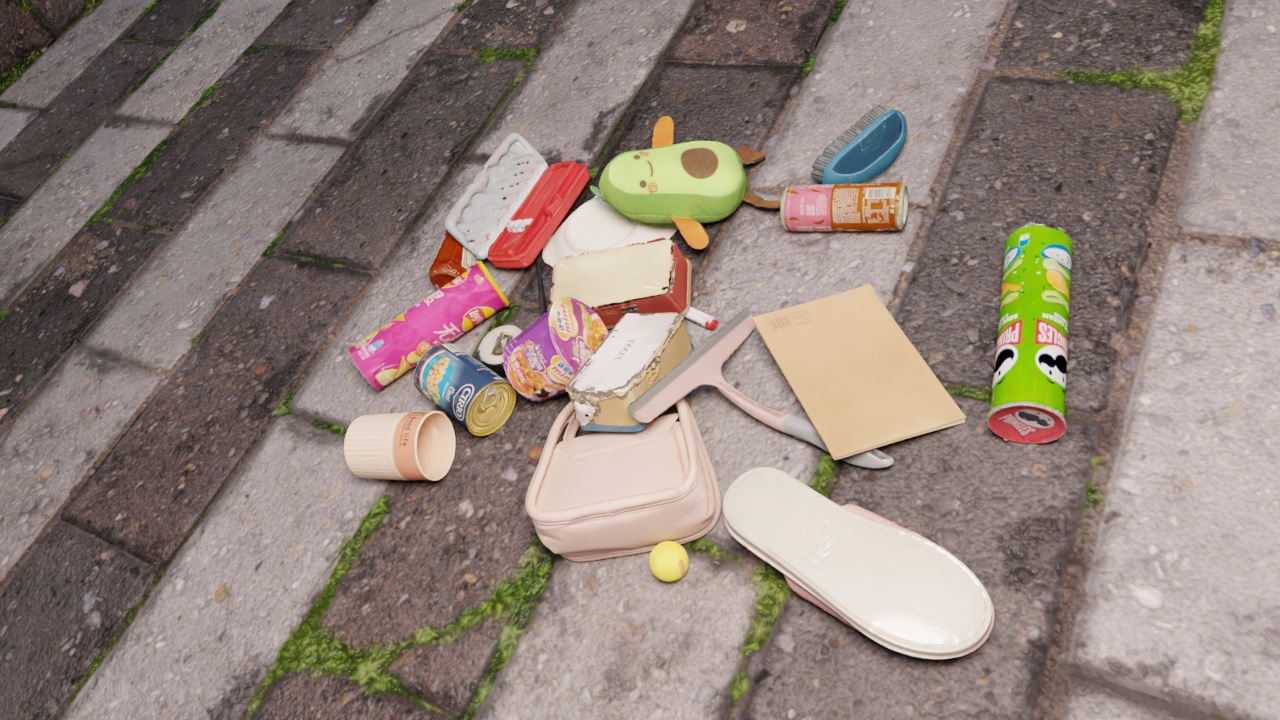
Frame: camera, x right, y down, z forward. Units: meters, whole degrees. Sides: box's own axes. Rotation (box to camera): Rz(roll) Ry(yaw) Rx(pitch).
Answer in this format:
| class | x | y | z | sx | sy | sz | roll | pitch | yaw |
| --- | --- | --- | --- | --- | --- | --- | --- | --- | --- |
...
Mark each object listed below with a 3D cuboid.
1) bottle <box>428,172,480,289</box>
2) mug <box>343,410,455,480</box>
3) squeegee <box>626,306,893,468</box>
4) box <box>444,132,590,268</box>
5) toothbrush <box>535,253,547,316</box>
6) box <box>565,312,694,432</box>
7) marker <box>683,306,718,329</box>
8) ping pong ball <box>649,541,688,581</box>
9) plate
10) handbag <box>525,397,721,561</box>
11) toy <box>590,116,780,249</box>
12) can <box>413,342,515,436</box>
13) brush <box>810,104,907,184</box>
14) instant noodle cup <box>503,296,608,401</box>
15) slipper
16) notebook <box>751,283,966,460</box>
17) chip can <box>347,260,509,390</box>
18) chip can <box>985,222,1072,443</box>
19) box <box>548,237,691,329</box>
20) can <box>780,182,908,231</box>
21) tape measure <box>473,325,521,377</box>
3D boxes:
| class | x | y | z | sx | sy | sz | roll | pitch | yaw |
| --- | --- | --- | --- | --- | --- | --- | --- | --- | --- |
| bottle | -0.250 | -0.189 | 1.326 | 0.060 | 0.060 | 0.205 | -2 | 54 | 20 |
| mug | -0.286 | 0.096 | 1.120 | 0.106 | 0.082 | 0.114 | -3 | 28 | 21 |
| squeegee | 0.153 | 0.060 | 0.983 | 0.250 | 0.040 | 0.246 | 28 | 42 | 24 |
| box | -0.173 | -0.230 | 1.291 | 0.119 | 0.098 | 0.200 | 4 | 53 | 37 |
| toothbrush | -0.137 | -0.095 | 1.238 | 0.018 | 0.015 | 0.180 | -24 | 49 | 11 |
| box | -0.006 | 0.006 | 1.039 | 0.090 | 0.061 | 0.183 | 2 | 32 | 30 |
| marker | 0.038 | -0.071 | 1.150 | 0.145 | 0.017 | 0.017 | 27 | 68 | 35 |
| ping pong ball | 0.029 | 0.204 | 0.932 | 0.040 | 0.040 | 0.040 | -11 | 52 | 14 |
| plate | -0.046 | -0.177 | 1.251 | 0.164 | 0.034 | 0.164 | 31 | 70 | 36 |
| handbag | -0.019 | 0.099 | 1.015 | 0.193 | 0.093 | 0.233 | -14 | 43 | 11 |
| toy | 0.060 | -0.235 | 1.202 | 0.246 | 0.090 | 0.226 | -8 | 56 | -9 |
| can | -0.218 | 0.034 | 1.130 | 0.111 | 0.075 | 0.075 | 32 | 71 | 32 |
| brush | 0.288 | -0.266 | 1.170 | 0.143 | 0.055 | 0.073 | -40 | 49 | -11 |
| instant noodle cup | -0.102 | -0.005 | 1.094 | 0.099 | 0.111 | 0.111 | -28 | 46 | 30 |
| slipper | 0.197 | 0.190 | 0.868 | 0.274 | 0.054 | 0.114 | 26 | 68 | 31 |
| notebook | 0.230 | 0.006 | 0.992 | 0.149 | 0.012 | 0.211 | -15 | 49 | -10 |
| chip can | -0.280 | -0.046 | 1.222 | 0.210 | 0.071 | 0.071 | -34 | 50 | -5 |
| chip can | 0.402 | -0.032 | 0.941 | 0.072 | 0.072 | 0.235 | 4 | 56 | 24 |
| box | -0.028 | -0.097 | 1.139 | 0.169 | 0.076 | 0.091 | -8 | 63 | 23 |
| can | 0.250 | -0.187 | 1.125 | 0.147 | 0.058 | 0.057 | 3 | 56 | 24 |
| tape measure | -0.174 | -0.012 | 1.179 | 0.066 | 0.033 | 0.065 | 8 | 59 | 25 |
